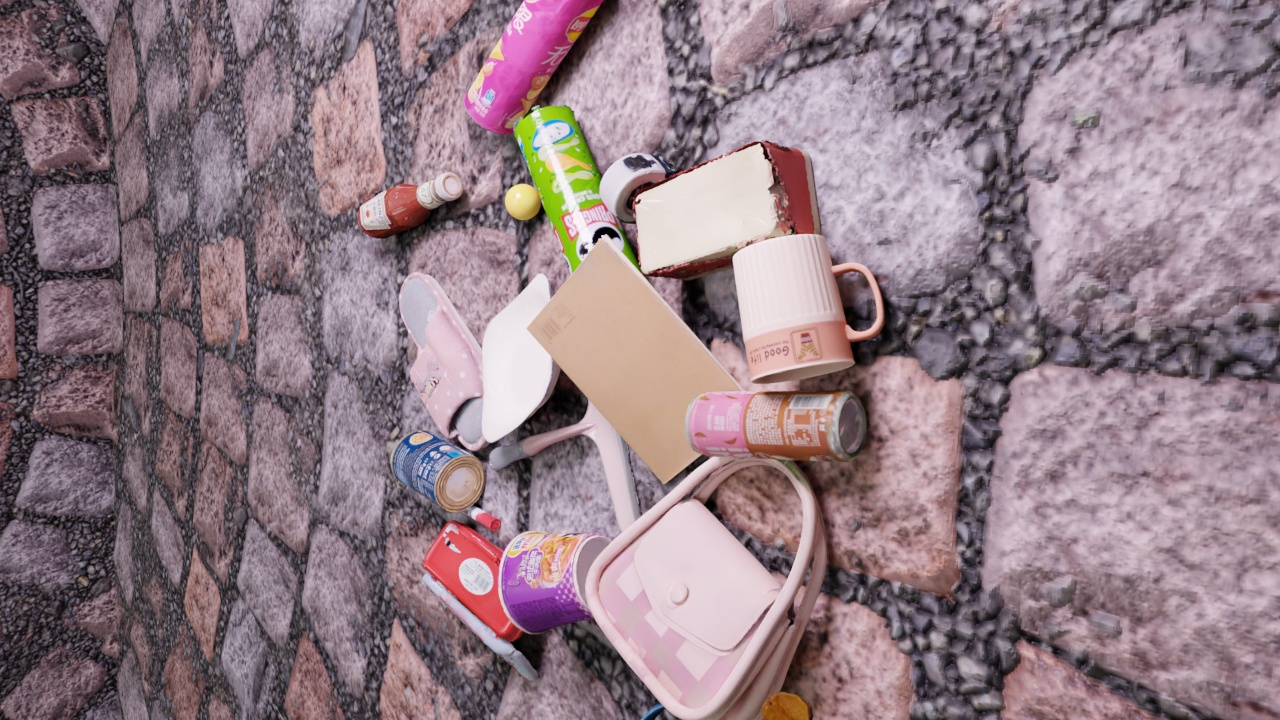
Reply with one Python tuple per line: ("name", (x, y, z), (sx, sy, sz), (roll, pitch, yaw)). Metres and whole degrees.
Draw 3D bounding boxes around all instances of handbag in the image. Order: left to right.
("handbag", (0.072, 0.184, 0.812), (0.193, 0.093, 0.234), (42, 103, 43))

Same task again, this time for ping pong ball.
("ping pong ball", (-0.133, -0.180, 1.039), (0.040, 0.040, 0.040), (3, 94, 47))

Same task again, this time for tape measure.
("tape measure", (-0.005, -0.166, 0.885), (0.033, 0.065, 0.066), (52, 127, 33))

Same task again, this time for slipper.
("slipper", (-0.258, -0.003, 1.172), (0.114, 0.054, 0.274), (-51, 57, 35))

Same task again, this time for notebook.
("notebook", (-0.005, 0.005, 0.872), (0.211, 0.012, 0.150), (48, 130, 3))

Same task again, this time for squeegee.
("squeegee", (-0.113, 0.094, 1.036), (0.250, 0.040, 0.247), (-23, 76, 46))

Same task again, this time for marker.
("marker", (-0.227, 0.187, 1.178), (0.145, 0.017, 0.017), (17, 104, 45))

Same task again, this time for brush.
("brush", (0.028, 0.372, 0.888), (0.073, 0.055, 0.144), (53, 128, 30))

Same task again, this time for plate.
("plate", (-0.129, 0.001, 1.027), (0.165, 0.034, 0.163), (-36, 49, 44))

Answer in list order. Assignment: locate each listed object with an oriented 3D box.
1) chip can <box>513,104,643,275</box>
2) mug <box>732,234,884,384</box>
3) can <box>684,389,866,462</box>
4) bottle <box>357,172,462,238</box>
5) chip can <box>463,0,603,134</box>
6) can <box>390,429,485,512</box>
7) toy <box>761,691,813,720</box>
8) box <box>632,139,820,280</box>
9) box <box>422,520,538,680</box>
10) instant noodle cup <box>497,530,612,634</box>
("chip can", (-0.061, -0.153, 0.944), (0.072, 0.072, 0.236), (-40, 63, 40))
("mug", (0.136, -0.043, 0.741), (0.115, 0.081, 0.106), (-12, 81, 20))
("can", (0.111, 0.054, 0.769), (0.148, 0.057, 0.058), (-2, 90, 40))
("bottle", (-0.301, -0.205, 1.203), (0.207, 0.059, 0.059), (-8, 86, 47))
("chip can", (-0.113, -0.340, 0.988), (0.211, 0.071, 0.071), (-44, 61, 39))
("can", (-0.256, 0.140, 1.163), (0.111, 0.075, 0.075), (19, 106, 44))
("toy", (0.110, 0.401, 0.734), (0.227, 0.090, 0.247), (30, 99, -1))
("box", (0.065, -0.126, 0.806), (0.169, 0.076, 0.091), (-13, 82, 47))
("box", (-0.185, 0.293, 1.124), (0.201, 0.098, 0.118), (23, 77, 45))
("instant noodle cup", (-0.077, 0.227, 0.961), (0.099, 0.111, 0.111), (-18, 79, 37))
